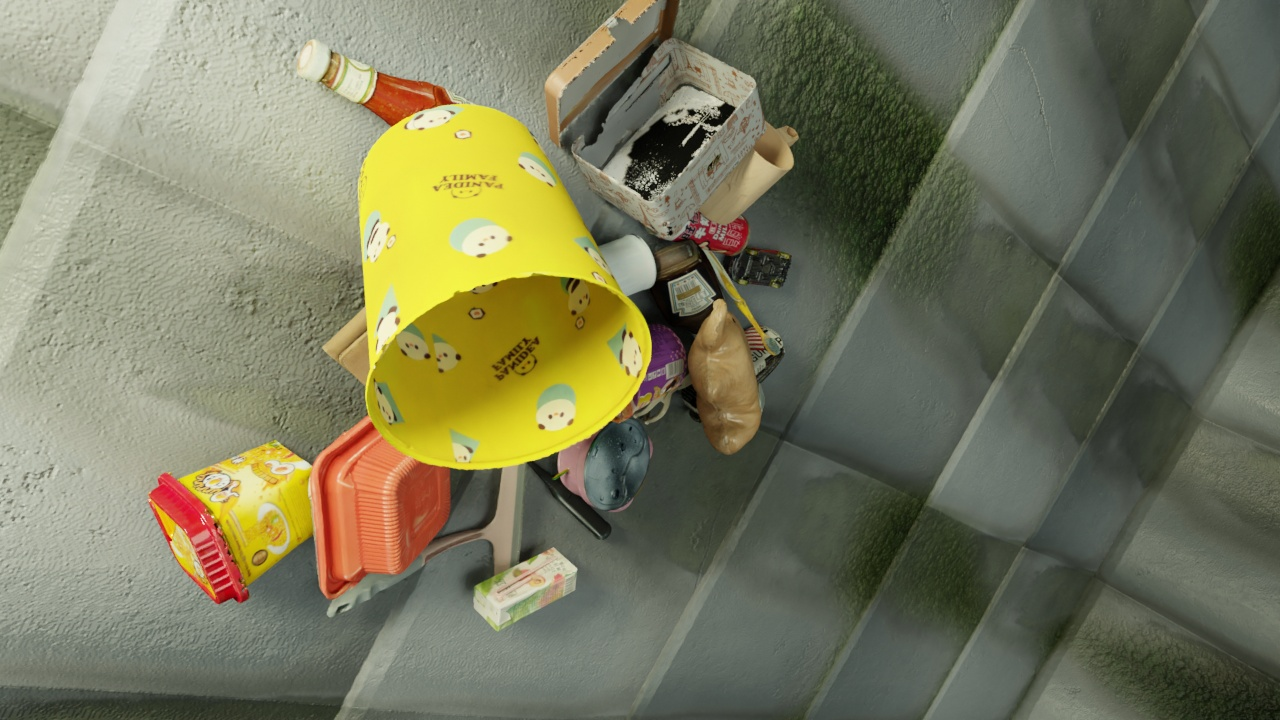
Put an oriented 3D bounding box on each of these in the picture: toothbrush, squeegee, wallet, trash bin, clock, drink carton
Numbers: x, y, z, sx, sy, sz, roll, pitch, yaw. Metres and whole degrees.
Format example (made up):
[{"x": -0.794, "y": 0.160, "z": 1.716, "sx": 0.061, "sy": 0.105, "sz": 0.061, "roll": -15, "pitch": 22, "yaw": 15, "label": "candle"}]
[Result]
[{"x": 0.128, "y": -0.077, "z": 1.177, "sx": 0.016, "sy": 0.018, "sz": 0.191, "roll": -44, "pitch": 113, "yaw": -16, "label": "toothbrush"}, {"x": -0.097, "y": 0.166, "z": 1.151, "sx": 0.213, "sy": 0.027, "sz": 0.026, "roll": 53, "pitch": 49, "yaw": -42, "label": "toothbrush"}, {"x": -0.246, "y": 0.228, "z": 1.048, "sx": 0.248, "sy": 0.040, "sz": 0.248, "roll": -20, "pitch": 132, "yaw": -39, "label": "squeegee"}, {"x": -0.250, "y": -0.026, "z": 0.928, "sx": 0.115, "sy": 0.033, "sz": 0.090, "roll": -44, "pitch": 133, "yaw": -8, "label": "wallet"}, {"x": -0.138, "y": -0.075, "z": 0.802, "sx": 0.229, "sy": 0.255, "sz": 0.230, "roll": -14, "pitch": 142, "yaw": -11, "label": "trash bin"}, {"x": -0.037, "y": 0.129, "z": 1.147, "sx": 0.158, "sy": 0.060, "sz": 0.117, "roll": 34, "pitch": 74, "yaw": -47, "label": "clock"}, {"x": -0.140, "y": 0.278, "z": 1.128, "sx": 0.122, "sy": 0.053, "sz": 0.046, "roll": -18, "pitch": 129, "yaw": -39, "label": "drink carton"}]

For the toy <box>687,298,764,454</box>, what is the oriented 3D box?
[{"x": 0.097, "y": 0.003, "z": 1.097, "sx": 0.082, "sy": 0.143, "sz": 0.226, "roll": -8, "pitch": 130, "yaw": 10, "label": "toy"}]

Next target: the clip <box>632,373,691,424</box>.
[{"x": 0.029, "y": 0.041, "z": 1.178, "sx": 0.097, "sy": 0.061, "sz": 0.034, "roll": -49, "pitch": 134, "yaw": 7, "label": "clip"}]

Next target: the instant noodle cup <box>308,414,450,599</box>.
[{"x": -0.250, "y": 0.133, "z": 0.924, "sx": 0.188, "sy": 0.079, "sz": 0.165, "roll": -56, "pitch": 153, "yaw": -60, "label": "instant noodle cup"}]

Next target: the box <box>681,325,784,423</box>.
[{"x": 0.132, "y": 0.029, "z": 1.241, "sx": 0.163, "sy": 0.075, "sz": 0.081, "roll": -41, "pitch": 140, "yaw": -19, "label": "box"}]

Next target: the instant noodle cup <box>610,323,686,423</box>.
[{"x": -0.007, "y": 0.006, "z": 1.096, "sx": 0.099, "sy": 0.112, "sz": 0.112, "roll": -20, "pitch": 124, "yaw": -42, "label": "instant noodle cup"}]

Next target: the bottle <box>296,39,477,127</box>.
[{"x": -0.209, "y": -0.231, "z": 0.838, "sx": 0.205, "sy": 0.060, "sz": 0.060, "roll": 19, "pitch": 99, "yaw": -42, "label": "bottle"}]

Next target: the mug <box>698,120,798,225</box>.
[{"x": 0.121, "y": -0.225, "z": 1.072, "sx": 0.104, "sy": 0.084, "sz": 0.124, "roll": -42, "pitch": 174, "yaw": 38, "label": "mug"}]

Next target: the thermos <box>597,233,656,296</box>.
[{"x": -0.090, "y": -0.073, "z": 1.003, "sx": 0.223, "sy": 0.073, "sz": 0.073, "roll": -24, "pitch": 125, "yaw": -28, "label": "thermos"}]

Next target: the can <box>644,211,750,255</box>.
[{"x": 0.068, "y": -0.163, "z": 1.099, "sx": 0.132, "sy": 0.053, "sz": 0.053, "roll": 7, "pitch": 107, "yaw": -41, "label": "can"}]

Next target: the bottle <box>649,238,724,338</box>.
[{"x": 0.066, "y": -0.068, "z": 1.133, "sx": 0.080, "sy": 0.044, "sz": 0.195, "roll": -23, "pitch": 143, "yaw": 7, "label": "bottle"}]

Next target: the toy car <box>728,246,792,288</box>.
[{"x": 0.154, "y": -0.124, "z": 1.203, "sx": 0.106, "sy": 0.031, "sz": 0.049, "roll": 0, "pitch": 111, "yaw": -40, "label": "toy car"}]

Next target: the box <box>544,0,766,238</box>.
[{"x": 0.011, "y": -0.267, "z": 0.924, "sx": 0.183, "sy": 0.156, "sz": 0.192, "roll": -50, "pitch": 156, "yaw": -9, "label": "box"}]

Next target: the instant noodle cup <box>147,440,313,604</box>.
[{"x": -0.373, "y": 0.145, "z": 0.867, "sx": 0.123, "sy": 0.116, "sz": 0.116, "roll": -32, "pitch": 129, "yaw": -37, "label": "instant noodle cup"}]
